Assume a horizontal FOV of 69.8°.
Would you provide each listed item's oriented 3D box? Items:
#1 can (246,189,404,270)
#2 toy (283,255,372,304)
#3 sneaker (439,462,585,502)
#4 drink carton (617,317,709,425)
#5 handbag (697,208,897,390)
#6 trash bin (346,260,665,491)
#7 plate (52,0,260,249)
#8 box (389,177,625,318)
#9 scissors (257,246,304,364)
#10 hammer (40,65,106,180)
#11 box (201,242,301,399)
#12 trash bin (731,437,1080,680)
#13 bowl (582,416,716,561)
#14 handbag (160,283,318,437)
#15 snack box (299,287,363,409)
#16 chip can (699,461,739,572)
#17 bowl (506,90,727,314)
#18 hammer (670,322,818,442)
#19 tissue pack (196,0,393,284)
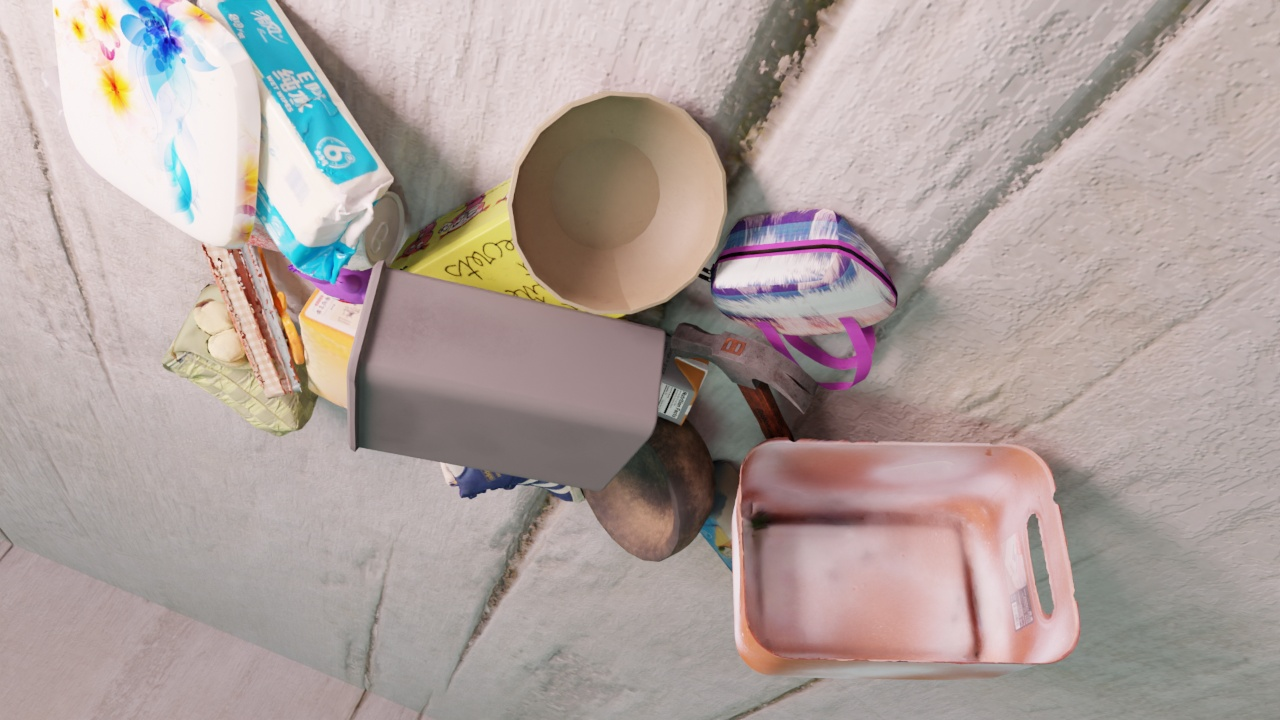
[{"bbox_3d":[-0.279,-0.125,0.783,0.136,0.078,0.078,14,145,11],"label":"can"},{"bbox_3d":[-0.278,-0.084,0.857,0.088,0.056,0.106,41,178,-31],"label":"toy"},{"bbox_3d":[-0.135,0.111,0.949,0.118,0.091,0.233,-21,157,-5],"label":"sneaker"},{"bbox_3d":[-0.005,0.005,0.838,0.125,0.048,0.076,21,146,1],"label":"drink carton"},{"bbox_3d":[0.131,-0.034,0.709,0.145,0.067,0.170,-2,146,31],"label":"handbag"},{"bbox_3d":[-0.113,0.024,0.738,0.219,0.097,0.192,12,154,-12],"label":"trash bin"},{"bbox_3d":[-0.353,-0.180,0.660,0.187,0.016,0.187,32,130,9],"label":"plate"},{"bbox_3d":[-0.112,-0.072,0.764,0.222,0.082,0.124,-14,133,43],"label":"box"},{"bbox_3d":[-0.367,-0.056,0.934,0.130,0.011,0.125,3,110,63],"label":"scissors"},{"bbox_3d":[-0.381,-0.242,0.681,0.325,0.029,0.127,-29,85,44],"label":"hammer"},{"bbox_3d":[-0.391,-0.045,0.918,0.060,0.057,0.187,3,118,30],"label":"box"},{"bbox_3d":[0.208,0.179,0.795,0.260,0.181,0.158,1,154,-1],"label":"trash bin"},{"bbox_3d":[0.009,0.111,0.908,0.162,0.070,0.162,30,131,41],"label":"bowl"},{"bbox_3d":[-0.421,-0.003,1.014,0.117,0.113,0.186,-20,132,27],"label":"handbag"},{"bbox_3d":[-0.250,0.014,0.955,0.195,0.080,0.145,22,146,0],"label":"snack box"},{"bbox_3d":[0.123,0.205,1.021,0.080,0.079,0.229,-5,138,33],"label":"chip can"},{"bbox_3d":[-0.019,-0.112,0.639,0.152,0.050,0.152,-5,113,-13],"label":"bowl"},{"bbox_3d":[0.126,0.068,0.838,0.111,0.028,0.301,17,156,32],"label":"hammer"},{"bbox_3d":[-0.265,-0.165,0.676,0.117,0.065,0.209,-31,93,48],"label":"tissue pack"}]
